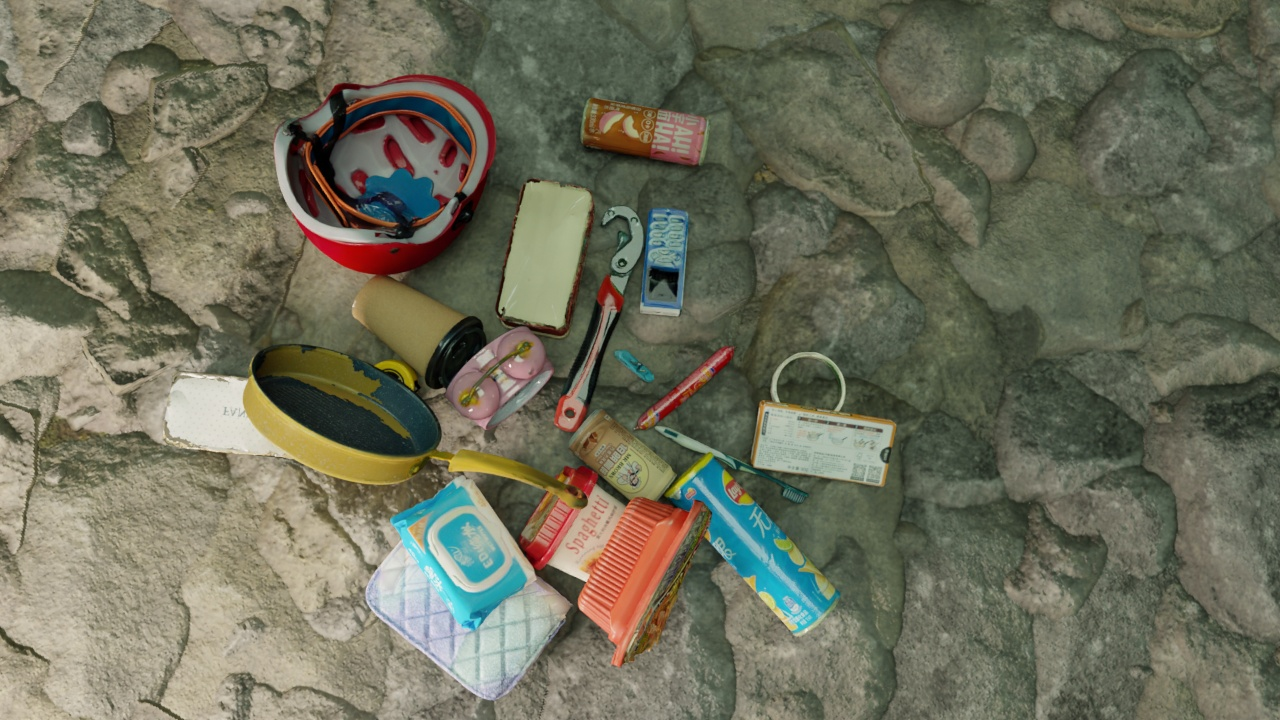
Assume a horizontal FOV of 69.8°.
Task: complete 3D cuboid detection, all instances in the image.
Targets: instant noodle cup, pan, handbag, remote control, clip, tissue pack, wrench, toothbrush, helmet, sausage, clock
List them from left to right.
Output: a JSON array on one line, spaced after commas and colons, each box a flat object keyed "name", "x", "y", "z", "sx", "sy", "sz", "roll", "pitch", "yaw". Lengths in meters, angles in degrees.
[{"name": "helmet", "x": -0.273, "y": -0.194, "z": 1.014, "sx": 0.207, "sy": 0.144, "sz": 0.239, "roll": 43, "pitch": 63, "yaw": 10}, {"name": "pan", "x": -0.222, "y": 0.078, "z": 0.918, "sx": 0.357, "sy": 0.197, "sz": 0.078, "roll": 31, "pitch": 106, "yaw": 1}, {"name": "tissue pack", "x": -0.177, "y": 0.194, "z": 0.930, "sx": 0.089, "sy": 0.063, "sz": 0.140, "roll": -32, "pitch": 78, "yaw": -28}, {"name": "handbag", "x": -0.186, "y": 0.258, "z": 0.984, "sx": 0.194, "sy": 0.076, "sz": 0.134, "roll": 39, "pitch": 77, "yaw": 2}, {"name": "clock", "x": -0.149, "y": 0.018, "z": 0.977, "sx": 0.117, "sy": 0.158, "sz": 0.060, "roll": -41, "pitch": 83, "yaw": -7}, {"name": "instant noodle cup", "x": -0.051, "y": 0.188, "z": 0.987, "sx": 0.124, "sy": 0.117, "sz": 0.116, "roll": 34, "pitch": 81, "yaw": -10}, {"name": "wrench", "x": -0.047, "y": -0.050, "z": 1.063, "sx": 0.056, "sy": 0.016, "sz": 0.273, "roll": 15, "pitch": 81, "yaw": 0}, {"name": "clip", "x": -0.006, "y": 0.006, "z": 1.054, "sx": 0.054, "sy": 0.033, "sz": 0.013, "roll": 38, "pitch": 84, "yaw": -11}, {"name": "instant noodle cup", "x": 0.006, "y": 0.201, "z": 0.885, "sx": 0.079, "sy": 0.189, "sz": 0.164, "roll": 27, "pitch": 82, "yaw": 13}, {"name": "remote control", "x": 0.028, "y": -0.115, "z": 1.071, "sx": 0.049, "sy": 0.024, "sz": 0.124, "roll": 5, "pitch": 80, "yaw": -2}, {"name": "sausage", "x": 0.052, "y": 0.033, "z": 1.054, "sx": 0.155, "sy": 0.020, "sz": 0.020, "roll": -40, "pitch": 85, "yaw": -7}, {"name": "toothbrush", "x": 0.102, "y": 0.118, "z": 1.046, "sx": 0.191, "sy": 0.016, "sz": 0.018, "roll": 24, "pitch": 92, "yaw": 1}]

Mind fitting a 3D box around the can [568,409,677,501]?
[{"name": "can", "x": -0.021, "y": 0.110, "z": 1.019, "sx": 0.116, "sy": 0.058, "sz": 0.058, "roll": 39, "pitch": 82, "yaw": 4}]

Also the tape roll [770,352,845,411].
[{"name": "tape roll", "x": 0.194, "y": 0.033, "z": 1.062, "sx": 0.086, "sy": 0.014, "sz": 0.085, "roll": 0, "pitch": 82, "yaw": -2}]

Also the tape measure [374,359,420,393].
[{"name": "tape measure", "x": -0.279, "y": 0.027, "z": 1.033, "sx": 0.060, "sy": 0.029, "sz": 0.057, "roll": 28, "pitch": 99, "yaw": 1}]

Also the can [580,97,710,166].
[{"name": "can", "x": 0.006, "y": -0.268, "z": 1.075, "sx": 0.147, "sy": 0.058, "sz": 0.058, "roll": 10, "pitch": 81, "yaw": -1}]

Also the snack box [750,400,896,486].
[{"name": "snack box", "x": 0.206, "y": 0.094, "z": 1.038, "sx": 0.154, "sy": 0.026, "sz": 0.075, "roll": 9, "pitch": 99, "yaw": -1}]

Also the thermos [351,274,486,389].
[{"name": "thermos", "x": -0.245, "y": -0.034, "z": 1.020, "sx": 0.143, "sy": 0.093, "sz": 0.093, "roll": 32, "pitch": 81, "yaw": 11}]

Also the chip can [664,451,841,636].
[{"name": "chip can", "x": 0.122, "y": 0.200, "z": 1.005, "sx": 0.071, "sy": 0.071, "sz": 0.210, "roll": -42, "pitch": 85, "yaw": -8}]

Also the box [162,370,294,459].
[{"name": "box", "x": -0.421, "y": 0.062, "z": 1.011, "sx": 0.184, "sy": 0.060, "sz": 0.089, "roll": 8, "pitch": 82, "yaw": -3}]

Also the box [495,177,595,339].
[{"name": "box", "x": -0.105, "y": -0.116, "z": 1.040, "sx": 0.091, "sy": 0.076, "sz": 0.168, "roll": 11, "pitch": 82, "yaw": 0}]
